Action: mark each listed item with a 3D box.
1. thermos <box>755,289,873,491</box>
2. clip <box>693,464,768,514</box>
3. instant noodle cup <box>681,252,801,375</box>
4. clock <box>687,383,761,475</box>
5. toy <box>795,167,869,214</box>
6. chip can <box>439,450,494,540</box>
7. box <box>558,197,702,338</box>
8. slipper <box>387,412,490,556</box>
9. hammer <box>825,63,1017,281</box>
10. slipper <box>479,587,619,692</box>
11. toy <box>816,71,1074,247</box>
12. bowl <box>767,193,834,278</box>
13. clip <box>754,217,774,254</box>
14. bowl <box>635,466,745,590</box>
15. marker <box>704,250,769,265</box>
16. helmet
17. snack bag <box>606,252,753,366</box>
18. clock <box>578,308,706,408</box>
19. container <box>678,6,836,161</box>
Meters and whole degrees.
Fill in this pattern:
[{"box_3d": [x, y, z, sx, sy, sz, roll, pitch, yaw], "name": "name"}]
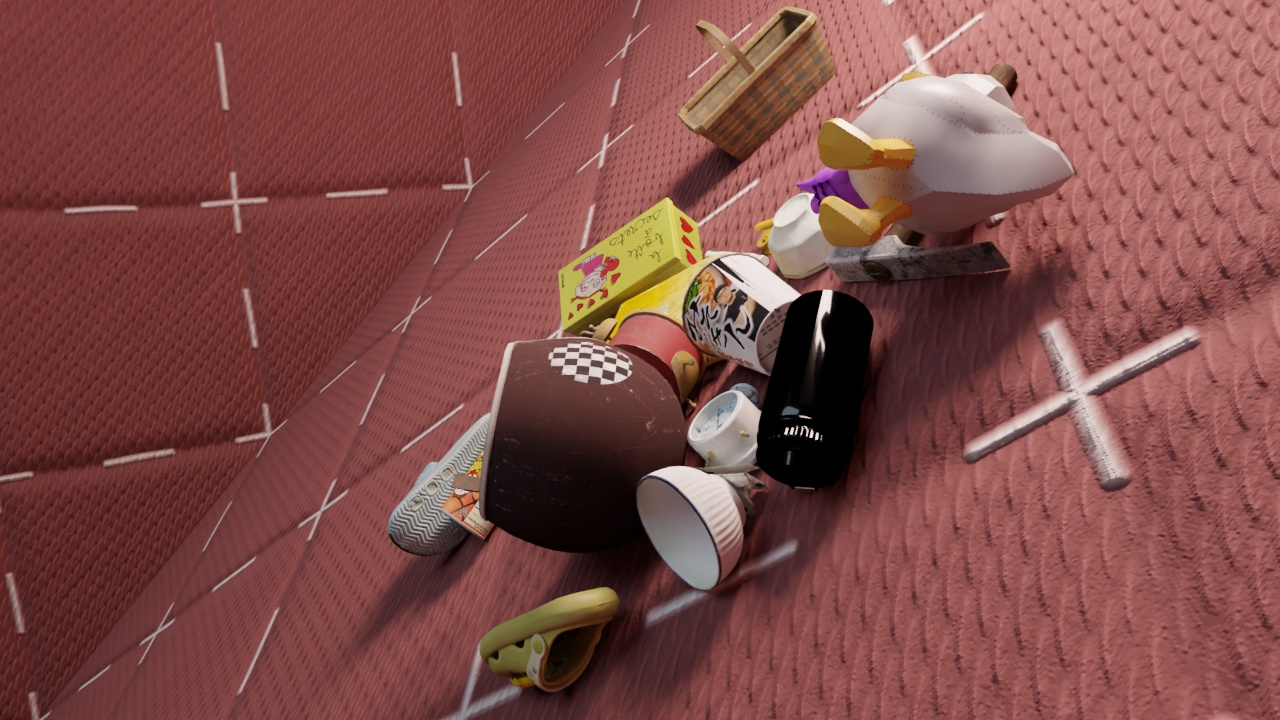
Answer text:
[{"box_3d": [0.160, 0.034, 0.851, 0.086, 0.086, 0.198, -24, 34, 42], "name": "thermos"}, {"box_3d": [0.095, 0.115, 0.876, 0.102, 0.056, 0.046, -14, 45, 62], "name": "clip"}, {"box_3d": [0.128, -0.042, 0.994, 0.123, 0.123, 0.122, -49, 34, -2], "name": "instant noodle cup"}, {"box_3d": [0.092, 0.069, 0.950, 0.083, 0.057, 0.117, -40, 19, 18], "name": "clock"}, {"box_3d": [0.216, -0.173, 0.970, 0.106, 0.088, 0.055, -14, 46, 51], "name": "toy"}, {"box_3d": [-0.185, 0.140, 1.276, 0.214, 0.075, 0.075, -55, 25, -15], "name": "chip can"}, {"box_3d": [-0.015, -0.124, 1.336, 0.222, 0.082, 0.124, -30, 48, 33], "name": "box"}, {"box_3d": [-0.266, 0.178, 1.331, 0.244, 0.104, 0.074, -53, 22, -25], "name": "slipper"}, {"box_3d": [0.346, -0.205, 0.958, 0.300, 0.037, 0.218, -55, 25, -15], "name": "hammer"}, {"box_3d": [-0.083, 0.284, 0.912, 0.191, 0.091, 0.081, -39, 64, 41], "name": "slipper"}, {"box_3d": [0.282, -0.200, 0.857, 0.266, 0.141, 0.247, -28, 39, -27], "name": "toy"}, {"box_3d": [0.199, -0.161, 1.103, 0.118, 0.061, 0.117, -37, 27, 22], "name": "bowl"}, {"box_3d": [0.173, -0.162, 1.204, 0.054, 0.044, 0.049, -11, 79, 51], "name": "clip"}, {"box_3d": [0.056, 0.146, 0.851, 0.062, 0.118, 0.118, -27, 14, -29], "name": "bowl"}, {"box_3d": [0.129, -0.137, 1.237, 0.017, 0.017, 0.145, -52, 24, -9], "name": "marker"}, {"box_3d": [-0.080, 0.093, 0.973, 0.233, 0.253, 0.234, -90, 9, -72], "name": "helmet"}, {"box_3d": [0.036, -0.043, 1.191, 0.248, 0.068, 0.159, -25, 34, 41], "name": "snack bag"}, {"box_3d": [-0.006, 0.006, 1.086, 0.159, 0.117, 0.081, 16, 46, 22], "name": "clock"}, {"box_3d": [0.162, -0.463, 1.453, 0.250, 0.186, 0.157, -43, 25, 11], "name": "container"}]
